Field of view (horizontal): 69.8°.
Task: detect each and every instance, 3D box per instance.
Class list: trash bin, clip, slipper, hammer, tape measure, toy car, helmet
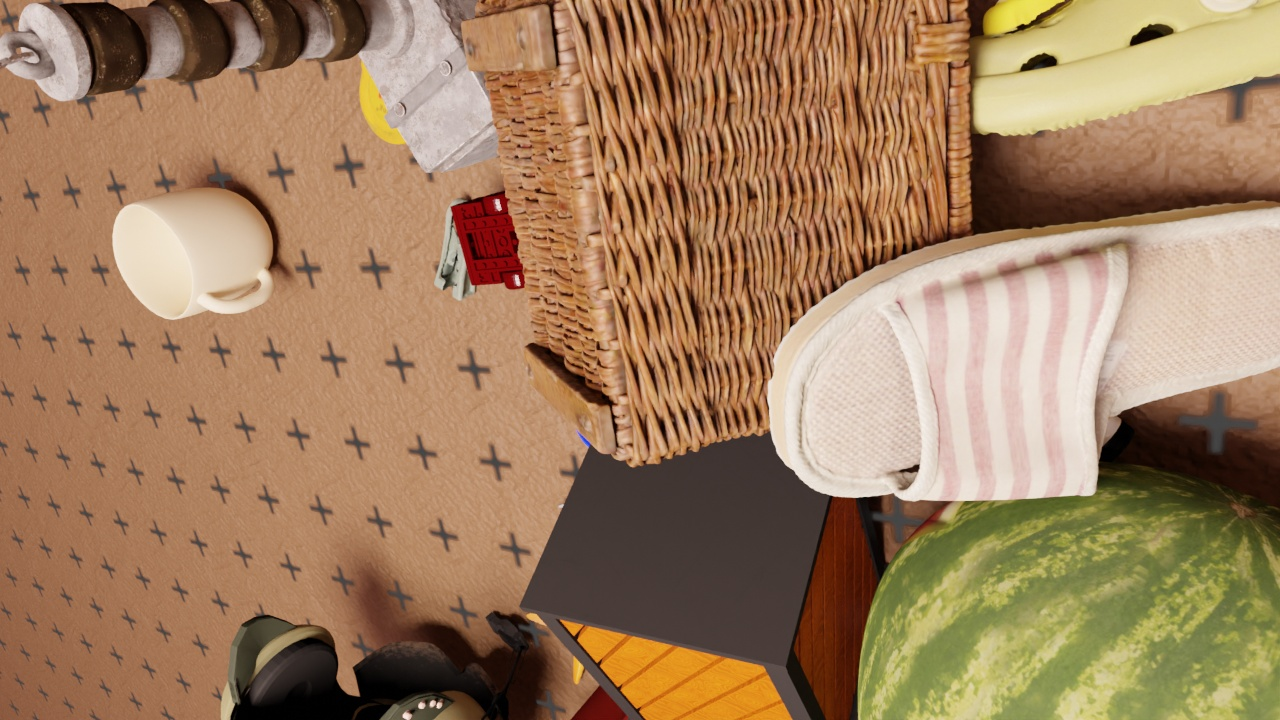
[{"bbox_3d":[0.050,0.129,0.530,0.140,0.139,0.172,4,143,27],"label":"trash bin"},{"bbox_3d":[-0.131,-0.082,0.674,0.044,0.023,0.076,32,127,16],"label":"clip"},{"bbox_3d":[0.185,-0.001,0.389,0.263,0.052,0.115,-15,112,-7],"label":"slipper"},{"bbox_3d":[0.214,-0.145,0.379,0.191,0.091,0.081,-7,105,32],"label":"slipper"},{"bbox_3d":[-0.188,-0.171,0.474,0.080,0.325,0.177,-25,97,38],"label":"hammer"},{"bbox_3d":[-0.166,-0.182,0.644,0.068,0.030,0.059,33,125,19],"label":"tape measure"},{"bbox_3d":[-0.037,-0.085,0.585,0.170,0.061,0.070,-1,111,33],"label":"toy car"},{"bbox_3d":[0.225,0.166,0.434,0.243,0.212,0.248,43,128,32],"label":"helmet"},{"bbox_3d":[-0.215,0.317,0.752,0.251,0.254,0.233,11,114,30],"label":"helmet"}]

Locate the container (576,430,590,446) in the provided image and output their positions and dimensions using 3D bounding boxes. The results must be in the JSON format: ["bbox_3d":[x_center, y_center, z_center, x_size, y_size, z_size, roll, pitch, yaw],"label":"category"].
[{"bbox_3d":[-0.004,0.003,0.597,0.096,0.058,0.114,1,123,33],"label":"container"}]

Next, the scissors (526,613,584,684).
[{"bbox_3d":[-0.046,0.223,0.767,0.125,0.011,0.131,6,113,29],"label":"scissors"}]

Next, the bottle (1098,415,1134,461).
[{"bbox_3d":[0.192,0.000,0.488,0.143,0.043,0.043,41,127,11],"label":"bottle"}]

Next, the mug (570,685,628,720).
[{"bbox_3d":[-0.020,0.304,0.741,0.073,0.082,0.106,39,127,12],"label":"mug"}]

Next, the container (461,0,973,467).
[{"bbox_3d":[0.031,-0.081,0.431,0.162,0.183,0.250,-146,44,-62],"label":"container"}]

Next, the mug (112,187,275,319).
[{"bbox_3d":[-0.357,-0.087,0.768,0.120,0.099,0.096,42,126,7],"label":"mug"}]

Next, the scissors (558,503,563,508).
[{"bbox_3d":[0.004,0.145,0.693,0.134,0.019,0.146,-29,95,38],"label":"scissors"}]
